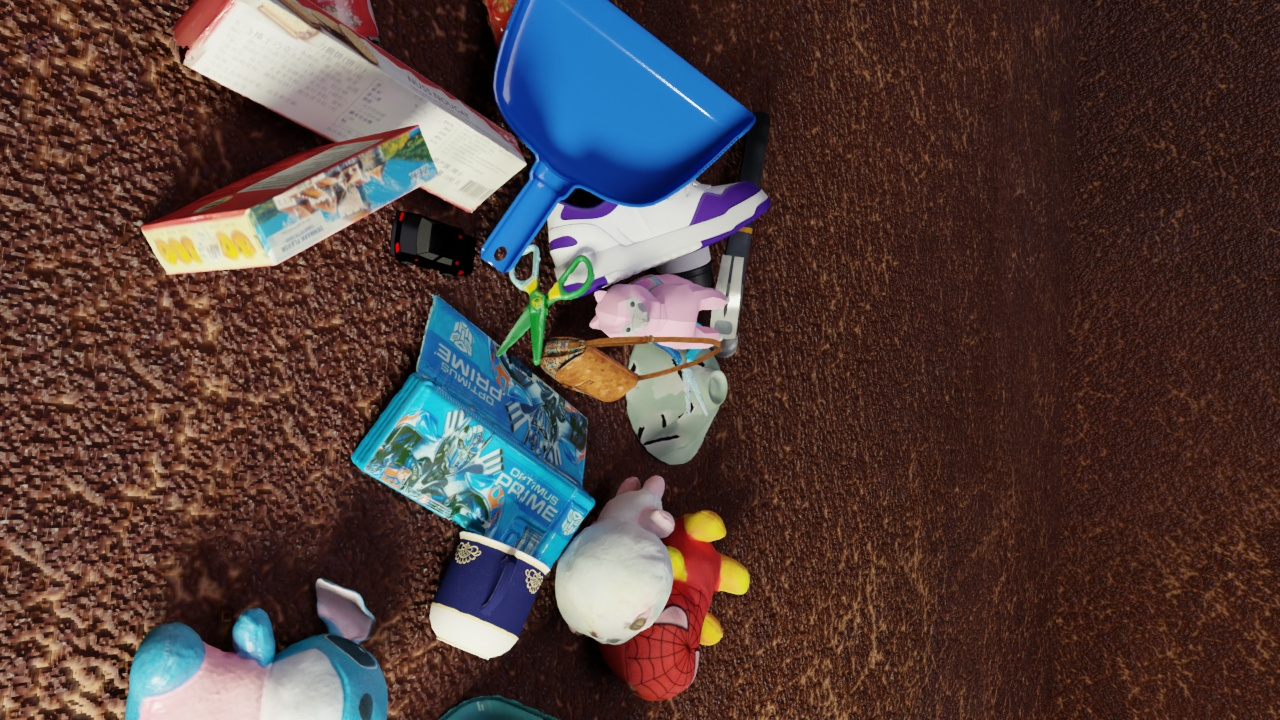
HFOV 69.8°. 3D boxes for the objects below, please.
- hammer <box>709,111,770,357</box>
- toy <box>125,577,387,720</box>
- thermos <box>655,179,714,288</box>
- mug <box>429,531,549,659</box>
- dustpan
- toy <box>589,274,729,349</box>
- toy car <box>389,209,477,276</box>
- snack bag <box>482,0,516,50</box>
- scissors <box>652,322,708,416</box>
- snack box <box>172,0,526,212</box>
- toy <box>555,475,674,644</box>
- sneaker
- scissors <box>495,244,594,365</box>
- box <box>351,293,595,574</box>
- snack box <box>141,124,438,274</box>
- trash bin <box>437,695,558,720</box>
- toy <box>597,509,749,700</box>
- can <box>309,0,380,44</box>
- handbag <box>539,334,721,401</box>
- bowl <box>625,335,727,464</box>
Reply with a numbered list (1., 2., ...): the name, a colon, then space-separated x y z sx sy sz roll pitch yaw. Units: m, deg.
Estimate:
1. hammer: 0.125 -0.170 1.125 0.139 0.035 0.311 84 16 -63
2. toy: -0.260 0.263 0.633 0.191 0.099 0.223 18 63 -44
3. thermos: 0.021 -0.167 1.005 0.101 0.069 0.230 -27 113 -34
4. mug: -0.132 0.205 0.787 0.085 0.112 0.089 26 68 -11
5. dustpan: -0.062 -0.193 0.840 0.245 0.059 0.258 35 97 -10
6. toy: 0.011 -0.051 0.926 0.157 0.123 0.067 2 104 -34
7. toy car: -0.172 -0.099 0.784 0.091 0.036 0.042 14 80 -50
8. snack bag: -0.101 -0.297 0.875 0.087 0.044 0.155 -37 126 -30
9. scissors: 0.040 0.008 1.005 0.083 0.016 0.134 11 56 -19
10. snack box: -0.203 -0.193 0.690 0.272 0.077 0.044 22 38 -54
11. toy: -0.021 0.191 0.909 0.101 0.139 0.179 42 48 -23
12. sneaker: 0.011 -0.153 0.932 0.243 0.092 0.111 -24 94 -20
13. scissors: -0.103 -0.055 0.853 0.131 0.108 0.012 -51 158 -12
14. box: -0.124 0.074 0.831 0.243 0.060 0.175 44 58 -43
15. snack box: -0.236 -0.108 0.620 0.144 0.143 0.040 -44 124 -41
16. trash bin: -0.111 0.443 0.761 0.196 0.199 0.219 -35 124 -45
17. toy: 0.034 0.270 1.000 0.215 0.099 0.147 -48 116 -41
18. can: -0.240 -0.291 0.672 0.066 0.067 0.124 -29 113 -47
19. handbag: -0.005 0.005 0.868 0.093 0.196 0.043 33 59 -44
20. bowl: 0.062 0.033 1.055 0.174 0.068 0.174 4 86 -51
